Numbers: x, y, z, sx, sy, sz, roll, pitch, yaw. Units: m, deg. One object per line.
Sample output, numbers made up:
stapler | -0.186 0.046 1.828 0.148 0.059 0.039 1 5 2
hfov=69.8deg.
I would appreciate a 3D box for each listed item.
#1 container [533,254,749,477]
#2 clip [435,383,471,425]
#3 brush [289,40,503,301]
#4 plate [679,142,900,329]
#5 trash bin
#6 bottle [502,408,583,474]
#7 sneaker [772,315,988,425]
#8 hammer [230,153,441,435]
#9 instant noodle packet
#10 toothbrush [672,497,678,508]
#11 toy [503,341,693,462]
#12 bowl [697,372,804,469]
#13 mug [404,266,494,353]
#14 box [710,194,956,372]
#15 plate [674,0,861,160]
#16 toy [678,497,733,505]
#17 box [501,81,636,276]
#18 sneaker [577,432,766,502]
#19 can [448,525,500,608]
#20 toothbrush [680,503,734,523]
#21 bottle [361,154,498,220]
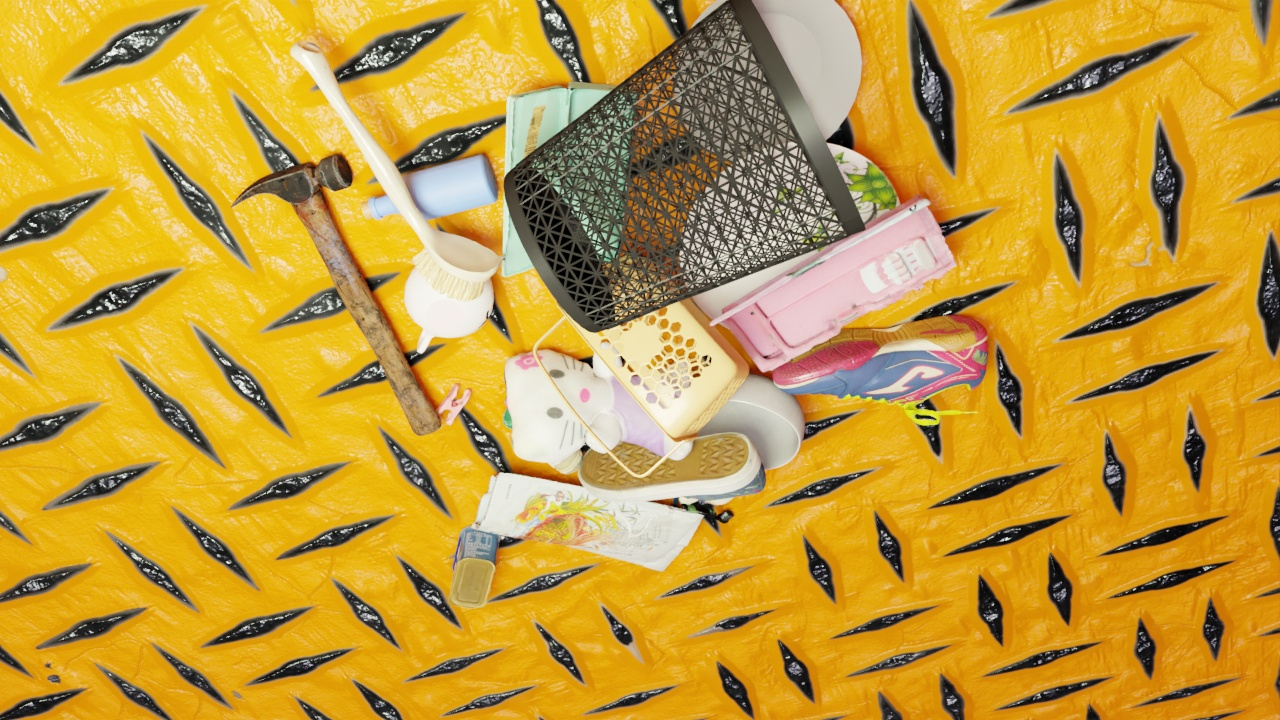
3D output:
container | -0.006 0.005 0.930 0.167 0.129 0.183 -42 79 11
clip | -0.211 0.054 1.064 0.041 0.023 0.060 33 123 -26
brush | -0.224 -0.167 0.834 0.077 0.062 0.272 -31 112 11
plate | 0.153 -0.124 0.949 0.229 0.030 0.230 -2 127 -3
trash bin | 0.030 -0.149 0.783 0.243 0.216 0.217 -27 122 14
bottle | -0.113 0.090 1.083 0.043 0.042 0.110 -32 122 18
sneaker | 0.266 0.020 1.007 0.242 0.116 0.091 -10 116 -4
hammer | -0.299 -0.051 0.971 0.120 0.033 0.331 -13 122 11
instant noodle packet | -0.068 0.209 1.158 0.269 0.057 0.147 16 136 -15
toothbrush | 0.045 0.139 1.140 0.016 0.017 0.190 -1 125 -2
toy | -0.048 0.050 1.018 0.209 0.137 0.086 4 158 -8
bowl | 0.123 0.062 1.051 0.132 0.064 0.132 12 142 9
mug | -0.205 -0.055 0.951 0.090 0.076 0.124 25 120 -20
box | 0.187 -0.087 0.918 0.233 0.075 0.172 -29 152 16
plate | 0.118 -0.266 0.854 0.173 0.019 0.173 -1 125 -2
toy | 0.091 0.144 1.126 0.112 0.050 0.087 -25 126 15
box | -0.074 -0.173 0.891 0.138 0.056 0.187 -6 127 -21
sneaker | 0.036 0.135 1.063 0.236 0.087 0.079 -6 141 32
can | -0.217 0.270 1.194 0.054 0.059 0.100 11 125 -11
toothbrush | 0.083 0.183 1.115 0.017 0.014 0.188 -39 156 8
bottle | -0.208 -0.161 0.893 0.131 0.048 0.048 -13 125 6
